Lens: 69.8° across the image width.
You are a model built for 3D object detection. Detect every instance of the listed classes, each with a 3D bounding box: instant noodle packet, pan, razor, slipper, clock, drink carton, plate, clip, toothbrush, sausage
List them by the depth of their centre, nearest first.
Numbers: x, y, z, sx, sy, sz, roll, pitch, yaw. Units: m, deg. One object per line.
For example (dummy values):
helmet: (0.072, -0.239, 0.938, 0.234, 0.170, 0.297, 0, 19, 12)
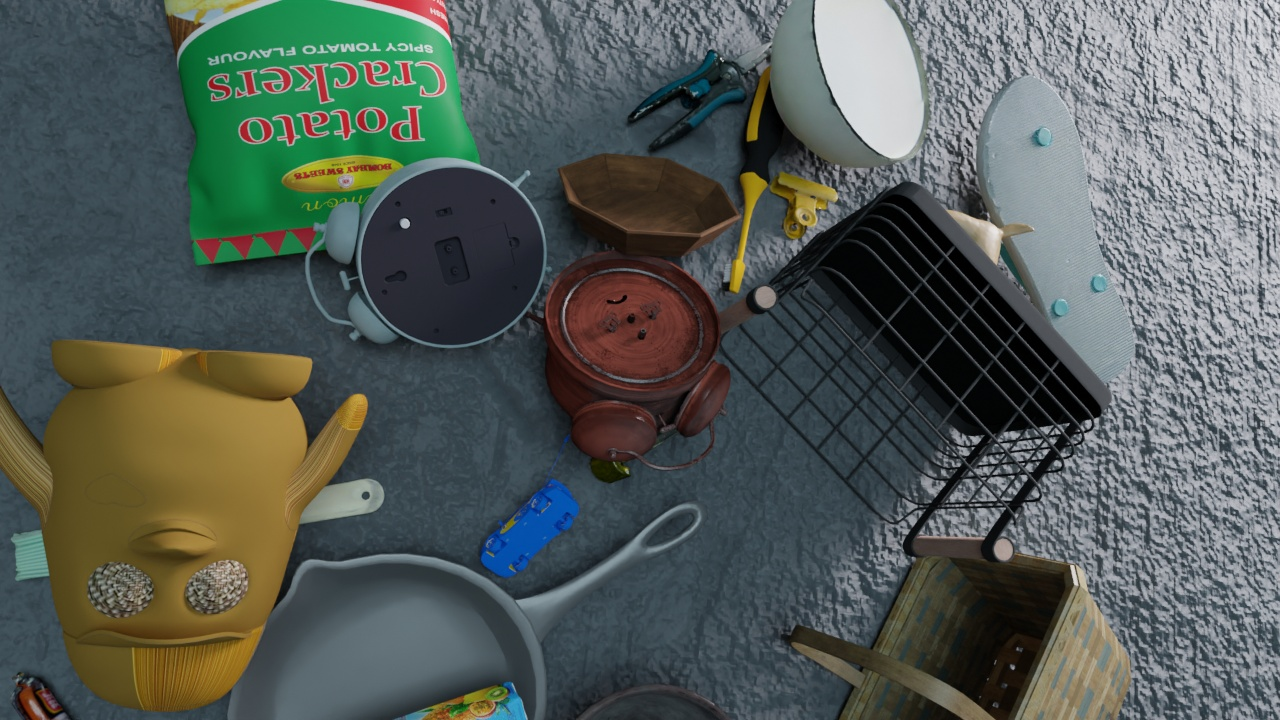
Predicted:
sausage: (-0.324, 0.249, 0.543, 0.020, 0.020, 0.155, -37, 92, -18)
drink carton: (-0.132, 0.235, 0.555, 0.128, 0.044, 0.038, -14, 92, -17)
pan: (-0.106, 0.188, 0.601, 0.354, 0.024, 0.216, -30, 96, -14)
clock: (-0.139, -0.069, 0.609, 0.159, 0.045, 0.123, -18, 117, -14)
instant noodle packet: (-0.213, -0.201, 0.612, 0.195, 0.090, 0.252, -10, 91, -19)
clock: (-0.004, 0.004, 0.623, 0.120, 0.072, 0.157, -19, 61, -25)
plate: (0.003, -0.111, 0.662, 0.131, 0.025, 0.131, 8, 35, -6)
razor: (0.015, 0.054, 0.668, 0.105, 0.043, 0.026, -28, 86, -28)
toothbrush: (0.090, -0.144, 0.719, 0.031, 0.031, 0.196, 27, 69, -44)
clip: (0.127, -0.121, 0.739, 0.053, 0.039, 0.047, 15, 72, -14)
slipper: (0.339, -0.102, 0.780, 0.098, 0.055, 0.269, -24, 99, -16)

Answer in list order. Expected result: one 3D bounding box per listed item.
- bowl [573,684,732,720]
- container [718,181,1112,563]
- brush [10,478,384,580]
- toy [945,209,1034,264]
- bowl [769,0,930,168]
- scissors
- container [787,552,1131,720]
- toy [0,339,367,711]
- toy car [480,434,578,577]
bowl: (-0.001, 0.283, 0.602, 0.145, 0.067, 0.145, 3, 80, -15)
container: (0.179, 0.012, 0.649, 0.241, 0.163, 0.130, 46, 72, -4)
brush: (-0.276, 0.104, 0.587, 0.217, 0.012, 0.033, -8, 82, -19)
toy: (0.252, -0.060, 0.719, 0.106, 0.134, 0.108, 1, 72, 17)
bowl: (0.154, -0.218, 0.714, 0.153, 0.073, 0.153, 13, 71, -41)
scissors: (0.048, -0.220, 0.728, 0.137, 0.019, 0.129, 9, 78, -16)
container: (0.197, 0.238, 0.624, 0.186, 0.158, 0.249, 37, 73, -18)
toy: (-0.260, 0.094, 0.511, 0.198, 0.163, 0.203, 4, 89, -20)
toy car: (-0.076, 0.099, 0.642, 0.092, 0.062, 0.033, -43, 121, 6)
